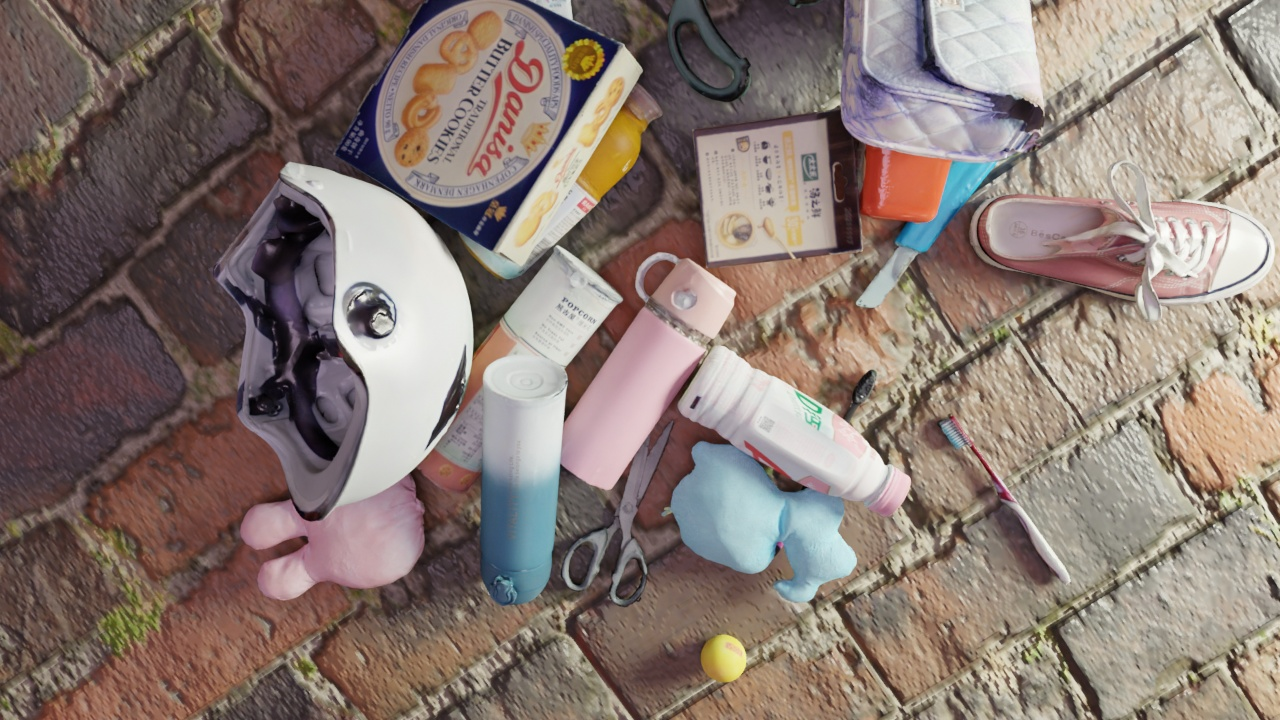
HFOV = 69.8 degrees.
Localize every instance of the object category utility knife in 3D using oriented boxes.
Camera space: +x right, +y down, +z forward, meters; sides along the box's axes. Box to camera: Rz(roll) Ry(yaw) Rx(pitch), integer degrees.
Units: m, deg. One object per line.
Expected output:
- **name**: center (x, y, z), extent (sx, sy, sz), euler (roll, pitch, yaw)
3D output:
- **utility knife**: center (0.247, -0.127, 0.765), extent (0.034, 0.018, 0.205), euler (37, 98, 8)

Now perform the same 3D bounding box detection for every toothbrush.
- **toothbrush**: center (0.158, 0.092, 0.799), extent (0.014, 0.017, 0.189), euler (28, 99, 6)
- **toothbrush**: center (0.318, 0.124, 0.800), extent (0.017, 0.016, 0.187), euler (-36, 96, 13)

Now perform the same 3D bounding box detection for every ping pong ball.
- **ping pong ball**: center (0.073, 0.264, 0.812), extent (0.040, 0.040, 0.040), euler (0, 98, 1)

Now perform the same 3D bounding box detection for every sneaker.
- **sneaker**: center (0.392, -0.093, 0.732), extent (0.241, 0.087, 0.118), euler (8, 98, 1)

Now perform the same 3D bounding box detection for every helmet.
- **helmet**: center (-0.212, -0.018, 0.708), extent (0.230, 0.145, 0.258), euler (-34, 72, 46)

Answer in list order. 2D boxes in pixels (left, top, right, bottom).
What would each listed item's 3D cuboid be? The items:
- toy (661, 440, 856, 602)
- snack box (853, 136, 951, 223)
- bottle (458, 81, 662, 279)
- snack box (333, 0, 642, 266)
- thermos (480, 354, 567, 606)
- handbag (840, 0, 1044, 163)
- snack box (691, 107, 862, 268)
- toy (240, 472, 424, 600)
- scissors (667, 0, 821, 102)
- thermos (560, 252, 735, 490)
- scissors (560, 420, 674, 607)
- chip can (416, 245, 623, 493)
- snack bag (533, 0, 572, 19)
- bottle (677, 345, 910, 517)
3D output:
- **toy**: center (0.098, 0.139, 0.789), extent (0.156, 0.049, 0.161), euler (-13, 101, 8)
- **snack box**: center (0.202, -0.153, 0.729), extent (0.082, 0.091, 0.080), euler (6, 105, -1)
- **bottle**: center (-0.063, -0.148, 0.744), extent (0.189, 0.068, 0.068), euler (-43, 95, 6)
- **snack box**: center (-0.120, -0.193, 0.710), extent (0.182, 0.045, 0.178), euler (32, 91, 21)
- **thermos**: center (-0.097, 0.104, 0.743), extent (0.070, 0.070, 0.221), euler (7, 121, 0)
- **handbag**: center (0.220, -0.238, 0.673), extent (0.134, 0.076, 0.193), euler (10, 58, -1)
- **snack box**: center (0.110, -0.137, 0.742), extent (0.126, 0.053, 0.113), euler (-5, 97, 10)
- **toy**: center (-0.264, 0.145, 0.796), extent (0.159, 0.054, 0.121), euler (-18, 90, 3)
- **scissors**: center (0.057, -0.285, 0.736), extent (0.175, 0.019, 0.176), euler (24, 112, 16)
- **thermos**: center (-0.005, 0.004, 0.768), extent (0.087, 0.067, 0.199), euler (35, 98, 15)
- **scissors**: center (-0.019, 0.132, 0.810), extent (0.150, 0.014, 0.170), euler (-18, 97, 3)
- **chip can**: center (-0.108, 0.010, 0.765), extent (0.071, 0.071, 0.215), euler (39, 97, -4)
- **snack bag**: center (-0.069, -0.266, 0.749), extent (0.048, 0.026, 0.104), euler (-9, 98, 9)
- **bottle**: center (0.129, 0.063, 0.761), extent (0.197, 0.068, 0.068), euler (32, 97, 2)
